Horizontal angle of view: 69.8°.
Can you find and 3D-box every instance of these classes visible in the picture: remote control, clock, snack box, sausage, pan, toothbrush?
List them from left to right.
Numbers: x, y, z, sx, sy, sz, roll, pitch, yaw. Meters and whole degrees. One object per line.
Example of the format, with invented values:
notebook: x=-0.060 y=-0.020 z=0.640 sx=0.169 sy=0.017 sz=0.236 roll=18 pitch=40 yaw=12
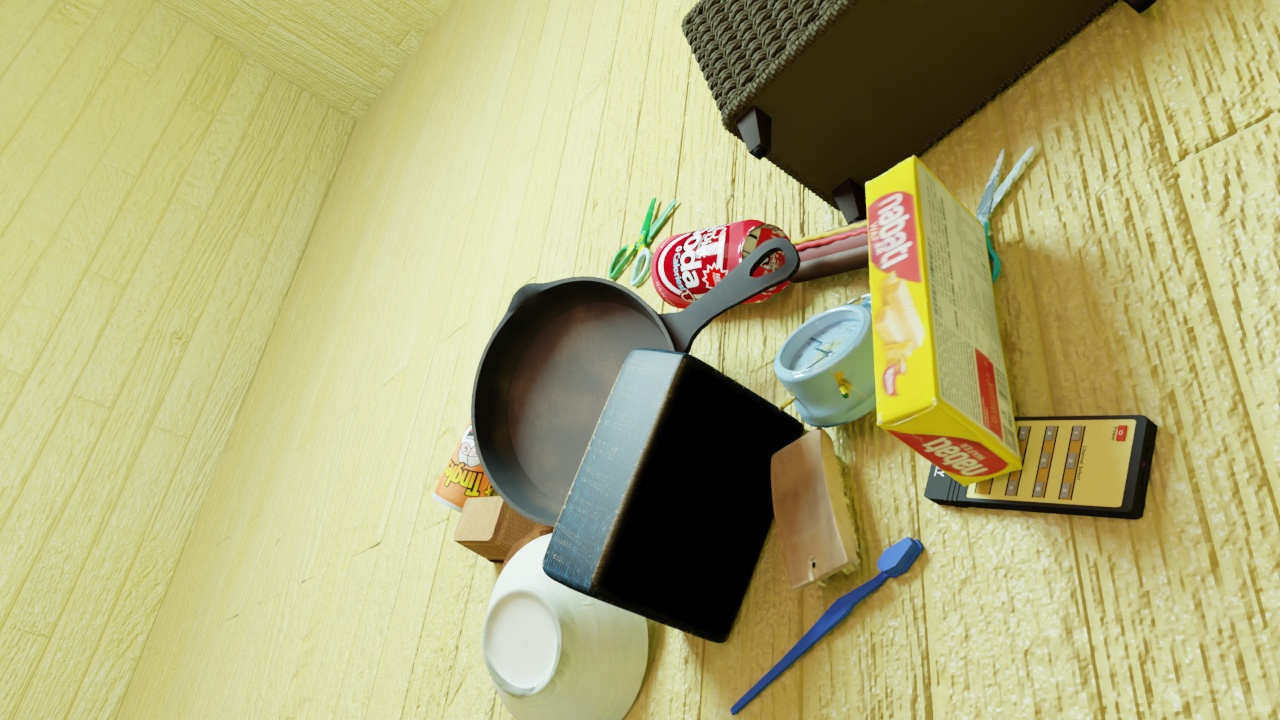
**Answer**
pan: x=-0.005 y=0.005 z=0.822 sx=0.357 sy=0.043 sz=0.248 roll=-34 pitch=66 yaw=22
toothbrush: x=0.120 y=0.183 z=0.621 sx=0.187 sy=0.011 sz=0.016 roll=-49 pitch=32 yaw=20
clock: x=0.150 y=-0.007 z=0.684 sx=0.089 sy=0.051 sz=0.124 roll=-17 pitch=31 yaw=46
sausage: x=0.169 y=-0.092 z=0.742 sx=0.156 sy=0.040 sz=0.040 roll=-9 pitch=57 yaw=60
snack box: x=0.189 y=-0.030 z=0.584 sx=0.042 sy=0.092 sz=0.200 roll=-28 pitch=42 yaw=40
remote control: x=0.233 y=0.061 z=0.548 sx=0.134 sy=0.013 sz=0.058 roll=-8 pitch=59 yaw=55

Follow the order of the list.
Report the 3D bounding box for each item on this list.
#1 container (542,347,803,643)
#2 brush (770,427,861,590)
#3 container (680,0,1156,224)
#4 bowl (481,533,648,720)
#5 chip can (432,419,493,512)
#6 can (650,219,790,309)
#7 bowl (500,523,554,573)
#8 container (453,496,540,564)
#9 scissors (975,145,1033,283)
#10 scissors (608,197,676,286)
container: x=0.030 y=0.102 z=0.695 sx=0.071 sy=0.145 sz=0.187 roll=6 pitch=70 yaw=54
brush: x=0.125 y=0.106 z=0.651 sx=0.049 sy=0.039 sz=0.117 roll=-38 pitch=37 yaw=31
container: x=0.209 y=-0.276 z=0.722 sx=0.322 sy=0.176 sz=0.204 roll=-39 pitch=40 yaw=34
bowl: x=-0.082 y=0.234 z=0.770 sx=0.177 sy=0.057 sz=0.176 roll=-7 pitch=77 yaw=32
chip can: x=-0.178 y=0.082 z=1.115 sx=0.062 sy=0.062 sz=0.210 roll=15 pitch=78 yaw=60
can: x=0.073 y=-0.088 z=0.862 sx=0.143 sy=0.074 sz=0.074 roll=0 pitch=64 yaw=57
bowl: x=-0.090 y=0.205 z=0.868 sx=0.148 sy=0.069 sz=0.147 roll=-38 pitch=37 yaw=35
container: x=-0.150 y=0.181 z=0.989 sx=0.114 sy=0.061 sz=0.063 roll=-14 pitch=54 yaw=52
scissors: x=0.241 y=-0.105 z=0.678 sx=0.086 sy=0.015 sz=0.134 roll=-1 pitch=65 yaw=59
scissors: x=0.005 y=-0.137 z=1.073 sx=0.129 sy=0.012 sz=0.119 roll=-50 pitch=33 yaw=21
